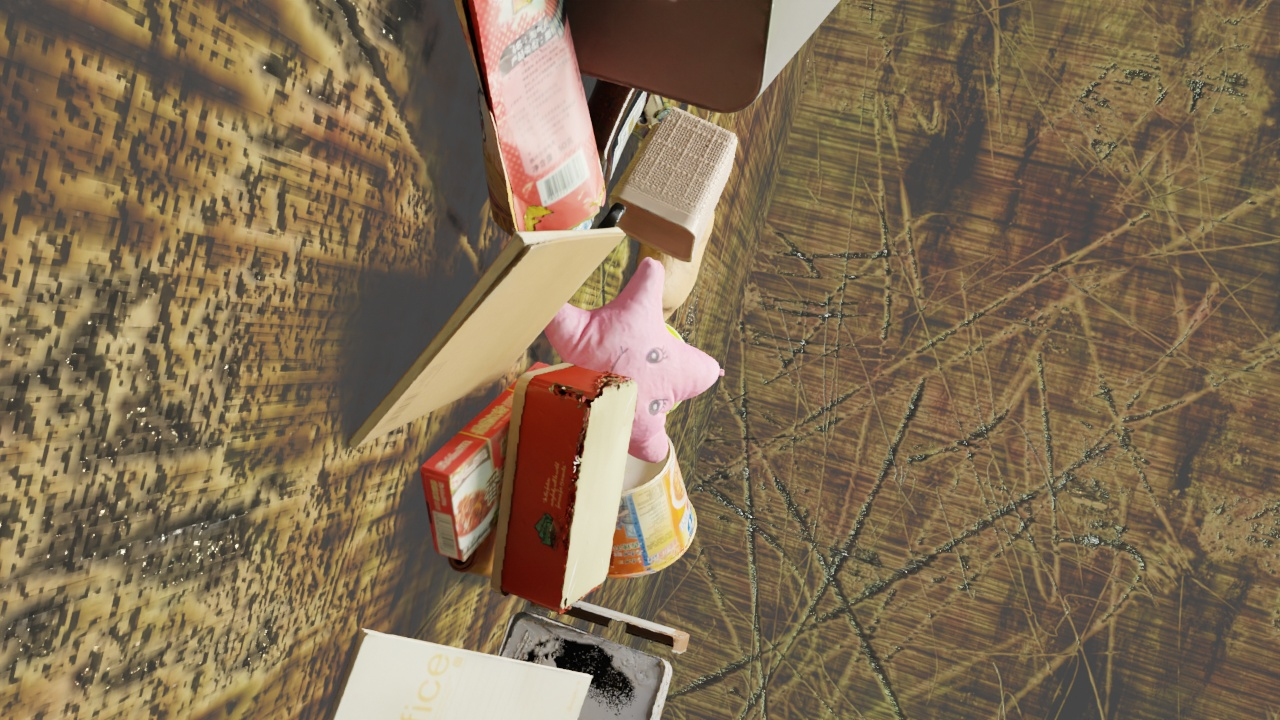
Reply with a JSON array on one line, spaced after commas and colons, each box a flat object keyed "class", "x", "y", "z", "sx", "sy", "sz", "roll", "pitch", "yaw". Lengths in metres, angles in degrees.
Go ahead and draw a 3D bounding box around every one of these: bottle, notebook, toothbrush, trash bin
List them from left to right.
[{"class": "notebook", "x": -0.128, "y": 0.271, "z": 0.624, "sx": 0.206, "sy": 0.010, "sz": 0.145, "roll": 30, "pitch": 73, "yaw": -42}, {"class": "notebook", "x": -0.083, "y": -0.022, "z": 0.567, "sx": 0.150, "sy": 0.012, "sz": 0.211, "roll": -47, "pitch": 177, "yaw": 15}, {"class": "bottle", "x": -0.041, "y": -0.144, "z": 0.701, "sx": 0.080, "sy": 0.044, "sz": 0.194, "roll": 107, "pitch": 4, "yaw": -70}, {"class": "toothbrush", "x": 0.017, "y": -0.231, "z": 0.957, "sx": 0.189, "sy": 0.020, "sz": 0.029, "roll": -25, "pitch": 111, "yaw": -77}, {"class": "trash bin", "x": 0.048, "y": -0.293, "z": 0.575, "sx": 0.199, "sy": 0.199, "sz": 0.219, "roll": 90, "pitch": 25, "yaw": -52}]

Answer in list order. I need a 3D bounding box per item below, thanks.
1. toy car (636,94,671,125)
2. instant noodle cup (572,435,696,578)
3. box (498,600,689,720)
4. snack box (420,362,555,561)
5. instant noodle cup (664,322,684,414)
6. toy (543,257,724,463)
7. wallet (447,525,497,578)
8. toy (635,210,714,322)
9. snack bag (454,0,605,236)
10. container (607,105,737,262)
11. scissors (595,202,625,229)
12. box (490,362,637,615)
[{"class": "toy car", "x": 0.001, "y": -0.236, "z": 0.795, "sx": 0.035, "sy": 0.042, "sz": 0.090, "roll": -29, "pitch": 168, "yaw": 1}, {"class": "instant noodle cup", "x": -0.019, "y": 0.143, "z": 0.996, "sx": 0.151, "sy": 0.151, "sz": 0.111, "roll": -63, "pitch": 152, "yaw": -49}, {"class": "box", "x": -0.058, "y": 0.356, "z": 1.010, "sx": 0.205, "sy": 0.181, "sz": 0.157, "roll": 66, "pitch": 40, "yaw": -74}, {"class": "snack box", "x": -0.101, "y": 0.069, "z": 0.668, "sx": 0.152, "sy": 0.025, "sz": 0.075, "roll": -47, "pitch": 144, "yaw": -52}, {"class": "instant noodle cup", "x": -0.018, "y": 0.010, "z": 0.924, "sx": 0.123, "sy": 0.112, "sz": 0.112, "roll": -3, "pitch": 109, "yaw": -71}, {"class": "toy", "x": -0.005, "y": 0.005, "z": 0.813, "sx": 0.074, "sy": 0.178, "sz": 0.195, "roll": -146, "pitch": -124, "yaw": -60}, {"class": "wallet", "x": -0.115, "y": 0.128, "z": 0.765, "sx": 0.132, "sy": 0.031, "sz": 0.107, "roll": 73, "pitch": 36, "yaw": -73}, {"class": "toy", "x": 0.029, "y": -0.109, "z": 1.067, "sx": 0.143, "sy": 0.082, "sz": 0.226, "roll": -47, "pitch": 154, "yaw": -59}, {"class": "snack bag", "x": -0.063, "y": -0.167, "z": 0.506, "sx": 0.208, "sy": 0.073, "sz": 0.128, "roll": 85, "pitch": 18, "yaw": -50}, {"class": "container", "x": 0.034, "y": -0.170, "z": 0.881, "sx": 0.110, "sy": 0.090, "sz": 0.090, "roll": -63, "pitch": 174, "yaw": -12}, {"class": "scissors", "x": -0.035, "y": -0.102, "z": 0.776, "sx": 0.162, "sy": 0.014, "sz": 0.166, "roll": -57, "pitch": -174, "yaw": -35}, {"class": "box", "x": -0.047, "y": 0.092, "z": 0.670, "sx": 0.091, "sy": 0.077, "sz": 0.168, "roll": -17, "pitch": 118, "yaw": -65}]
